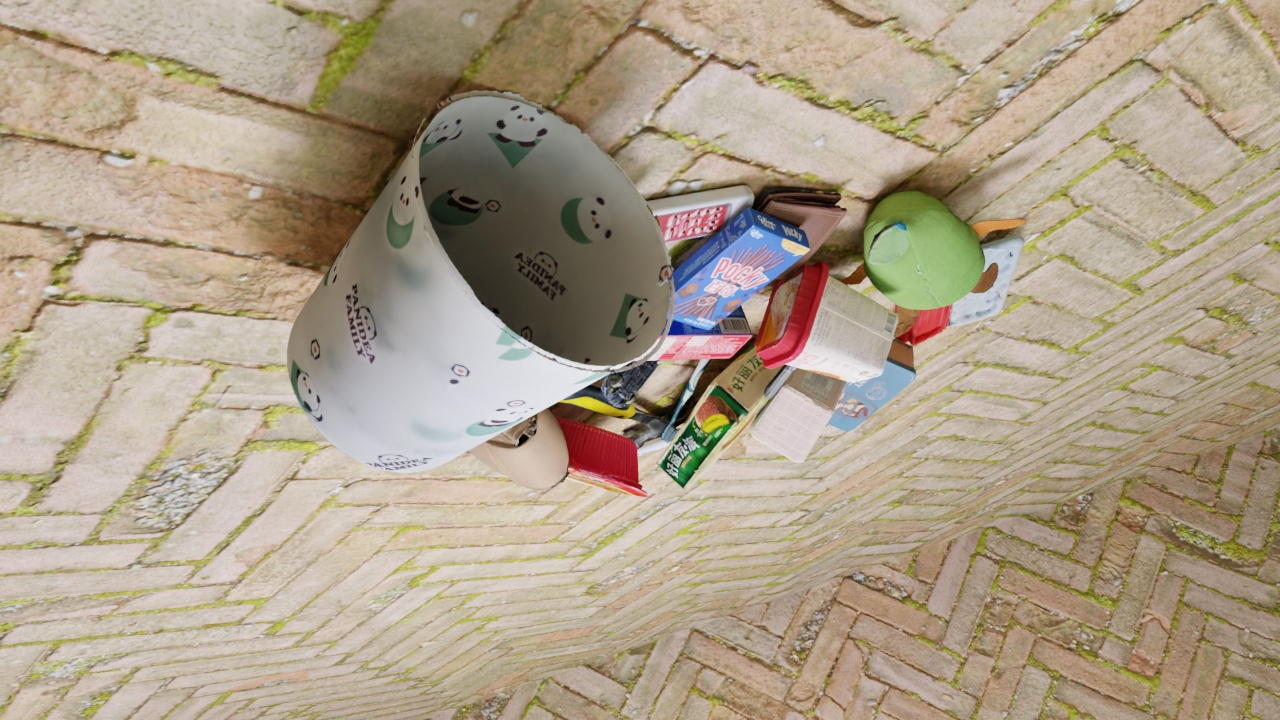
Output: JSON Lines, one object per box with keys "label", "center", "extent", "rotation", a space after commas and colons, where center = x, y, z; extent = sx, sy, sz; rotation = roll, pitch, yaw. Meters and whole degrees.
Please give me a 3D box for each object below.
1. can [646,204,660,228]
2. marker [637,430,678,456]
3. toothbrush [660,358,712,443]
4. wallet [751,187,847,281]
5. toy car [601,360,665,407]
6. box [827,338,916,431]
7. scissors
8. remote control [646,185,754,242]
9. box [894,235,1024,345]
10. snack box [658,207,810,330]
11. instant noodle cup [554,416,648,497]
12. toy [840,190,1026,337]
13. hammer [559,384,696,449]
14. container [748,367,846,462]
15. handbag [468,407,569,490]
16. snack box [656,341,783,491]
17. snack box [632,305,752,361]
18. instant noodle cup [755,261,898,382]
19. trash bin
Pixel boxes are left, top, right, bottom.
{"label": "can", "center": [-0.045, -0.102, 0.819], "extent": [0.075, 0.075, 0.111], "rotation": [10, 141, -45]}
{"label": "marker", "center": [0.004, 0.133, 1.372], "extent": [0.131, 0.018, 0.023], "rotation": [-19, 163, -1]}
{"label": "toothbrush", "center": [0.067, 0.036, 1.171], "extent": [0.016, 0.018, 0.192], "rotation": [-12, 138, -44]}
{"label": "wallet", "center": [0.140, -0.129, 0.951], "extent": [0.101, 0.032, 0.125], "rotation": [0, 147, -30]}
{"label": "toy car", "center": [-0.006, 0.006, 1.071], "extent": [0.105, 0.031, 0.049], "rotation": [-50, 145, -13]}
{"label": "box", "center": [0.312, 0.026, 1.299], "extent": [0.089, 0.059, 0.185], "rotation": [21, 143, -11]}
{"label": "scissors", "center": [0.208, -0.013, 1.143], "extent": [0.180, 0.019, 0.139], "rotation": [-55, 157, -1]}
{"label": "remote control", "center": [0.042, -0.136, 0.878], "extent": [0.135, 0.020, 0.056], "rotation": [-12, 152, -15]}
{"label": "box", "center": [0.412, -0.090, 1.205], "extent": [0.158, 0.038, 0.201], "rotation": [-21, 153, 1]}
{"label": "snack box", "center": [0.088, -0.089, 0.938], "extent": [0.084, 0.026, 0.158], "rotation": [14, 140, -38]}
{"label": "instant noodle cup", "center": [-0.076, 0.119, 1.168], "extent": [0.194, 0.065, 0.194], "rotation": [15, 168, 3]}
{"label": "toy", "center": [0.319, -0.114, 1.035], "extent": [0.227, 0.089, 0.246], "rotation": [-22, 150, 20]}
{"label": "hammer", "center": [-0.025, 0.059, 1.165], "extent": [0.126, 0.032, 0.323], "rotation": [-30, 158, 16]}
{"label": "container", "center": [0.220, 0.064, 1.272], "extent": [0.089, 0.090, 0.111], "rotation": [-53, 171, -44]}
{"label": "handbag", "center": [-0.150, 0.062, 1.000], "extent": [0.099, 0.148, 0.205], "rotation": [-54, 161, -15]}
{"label": "snack box", "center": [0.110, 0.077, 1.236], "extent": [0.114, 0.063, 0.241], "rotation": [-40, 167, -34]}
{"label": "snack box", "center": [0.023, -0.036, 1.017], "extent": [0.207, 0.057, 0.058], "rotation": [-2, 151, -33]}
{"label": "instant noodle cup", "center": [0.210, -0.034, 1.028], "extent": [0.124, 0.116, 0.116], "rotation": [22, 167, -9]}
{"label": "trash bin", "center": [-0.138, -0.041, 0.725], "extent": [0.229, 0.229, 0.253], "rotation": [7, 149, -43]}
